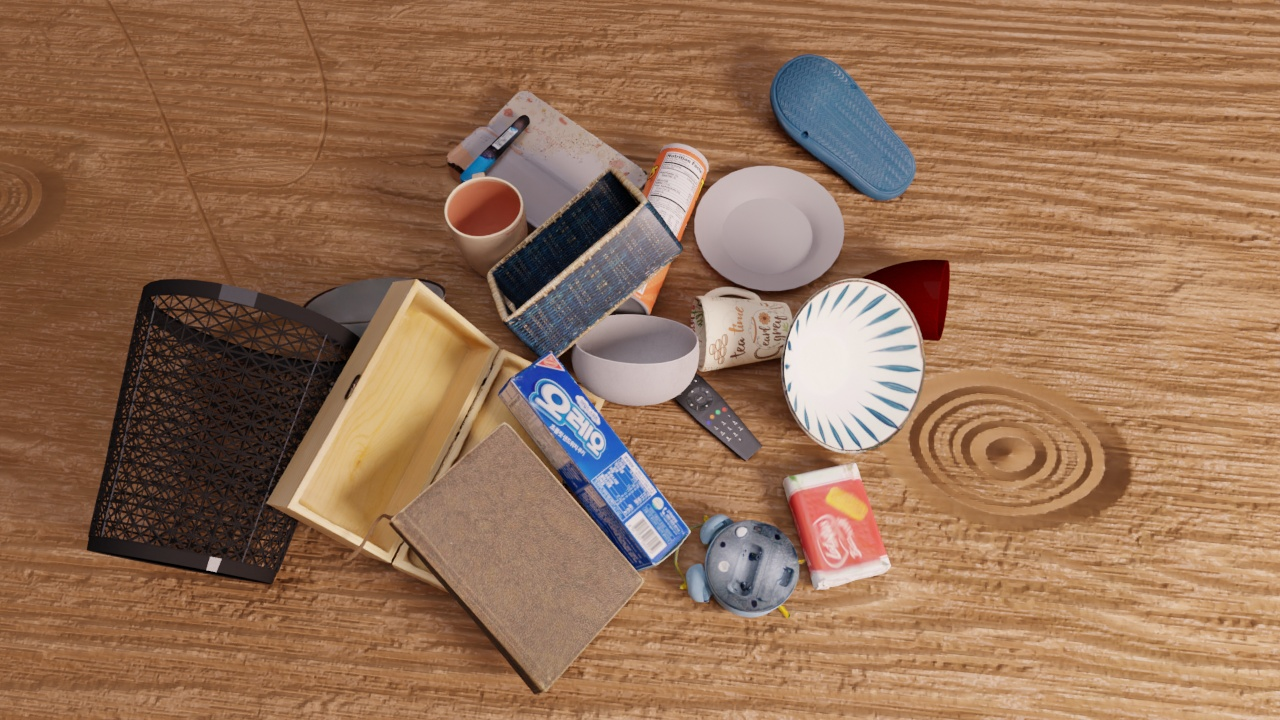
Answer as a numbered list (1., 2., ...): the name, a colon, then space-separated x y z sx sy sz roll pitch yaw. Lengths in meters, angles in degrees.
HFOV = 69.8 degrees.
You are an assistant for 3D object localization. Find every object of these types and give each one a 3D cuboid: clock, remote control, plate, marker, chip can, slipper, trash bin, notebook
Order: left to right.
1. trash bin: -0.404 0.078 0.887 0.217 0.217 0.242 8 72 5
2. marker: -0.173 -0.251 1.098 0.018 0.015 0.122 33 67 13
3. notebook: -0.127 0.191 0.848 0.189 0.035 0.215 -40 92 -31
4. chip can: 0.016 -0.149 1.053 0.062 0.062 0.210 18 66 10
5. remote control: 0.078 0.057 0.982 0.039 0.010 0.124 -39 69 -15
6. clock: 0.094 0.200 0.892 0.124 0.052 0.088 17 68 10
7. plate: 0.150 -0.152 1.075 0.173 0.019 0.172 -1 65 1
8. slipper: 0.240 -0.276 1.112 0.103 0.059 0.213 -41 84 -8

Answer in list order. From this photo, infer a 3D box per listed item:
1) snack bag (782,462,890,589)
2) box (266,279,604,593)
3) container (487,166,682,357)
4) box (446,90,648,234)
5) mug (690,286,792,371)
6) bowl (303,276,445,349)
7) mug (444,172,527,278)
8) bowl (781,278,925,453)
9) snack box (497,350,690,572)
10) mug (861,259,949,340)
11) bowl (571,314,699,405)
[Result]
1. snack bag: 0.195 0.163 0.915 0.077 0.036 0.115 -11 65 -4
2. box: -0.191 0.088 0.910 0.261 0.097 0.246 31 67 -16
3. container: -0.061 -0.102 0.959 0.187 0.071 0.145 -40 30 5
4. box: -0.113 -0.226 1.111 0.216 0.043 0.148 38 67 18
5. mug: 0.107 -0.043 1.006 0.097 0.081 0.121 -3 38 -8
6. bowl: -0.285 -0.042 0.999 0.151 0.057 0.150 -2 23 1
7. mug: -0.172 -0.156 1.040 0.085 0.104 0.111 -13 64 -5
8. bowl: 0.204 0.004 0.955 0.177 0.071 0.177 -1 94 -24
9. snack box: -0.046 0.100 0.897 0.059 0.060 0.226 -38 89 -30
10. mug: 0.284 -0.055 1.002 0.088 0.087 0.114 7 92 24
11. bowl: -0.006 0.006 0.962 0.132 0.064 0.131 2 25 -1
